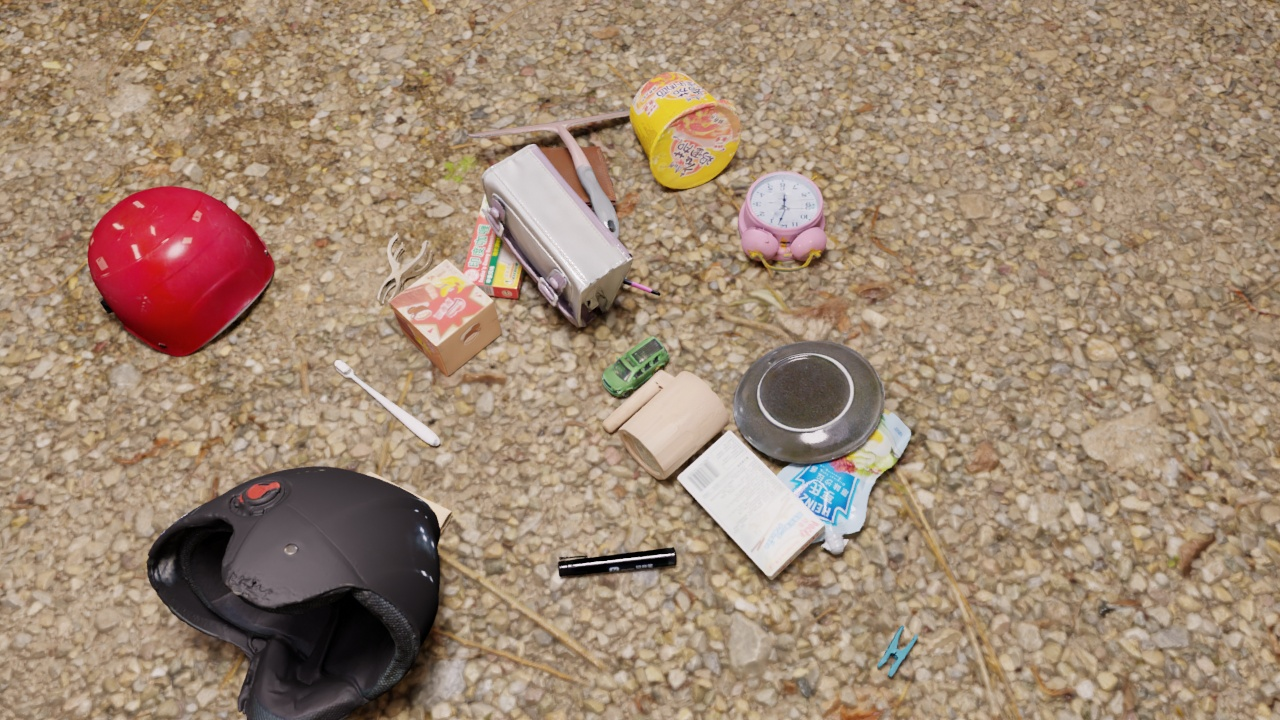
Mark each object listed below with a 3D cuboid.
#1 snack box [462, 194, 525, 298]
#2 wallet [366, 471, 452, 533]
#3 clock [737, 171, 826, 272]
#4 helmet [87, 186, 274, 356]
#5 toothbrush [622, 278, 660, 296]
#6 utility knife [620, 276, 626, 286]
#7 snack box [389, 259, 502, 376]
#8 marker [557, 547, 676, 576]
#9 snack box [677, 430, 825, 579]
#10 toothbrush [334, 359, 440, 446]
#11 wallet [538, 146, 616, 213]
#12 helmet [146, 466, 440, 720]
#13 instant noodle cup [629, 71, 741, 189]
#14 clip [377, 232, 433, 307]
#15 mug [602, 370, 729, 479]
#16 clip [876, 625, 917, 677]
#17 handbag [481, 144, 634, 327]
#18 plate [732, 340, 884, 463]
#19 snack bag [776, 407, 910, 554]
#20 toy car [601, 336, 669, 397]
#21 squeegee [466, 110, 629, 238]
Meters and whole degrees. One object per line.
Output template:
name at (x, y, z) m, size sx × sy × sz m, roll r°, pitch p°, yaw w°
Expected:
snack box at (-0.187, -0.157, 1.238) m, size 0.077 × 0.027 × 0.155 m, roll 6°, pitch 60°, yaw 4°
wallet at (-0.286, 0.185, 1.045) m, size 0.115 × 0.024 × 0.087 m, roll 23°, pitch 65°, yaw 12°
clock at (0.191, -0.182, 1.226) m, size 0.117 × 0.060 × 0.158 m, roll 2°, pitch 62°, yaw 3°
helmet at (-0.610, -0.142, 1.175) m, size 0.240 × 0.144 × 0.206 m, roll 33°, pitch 68°, yaw 19°
toothbrush at (-0.058, -0.115, 1.209) m, size 0.189 × 0.014 × 0.017 m, roll 22°, pitch 73°, yaw 21°
utility knife at (-0.072, -0.179, 1.257) m, size 0.029 × 0.013 × 0.216 m, roll -23°, pitch 61°, yaw -14°
snack box at (-0.242, -0.054, 1.151) m, size 0.092 × 0.077 × 0.094 m, roll -41°, pitch 67°, yaw -20°
marker at (-0.026, 0.223, 1.020) m, size 0.132 × 0.020 × 0.022 m, roll -6°, pitch 75°, yaw -1°
snack box at (0.123, 0.160, 1.033) m, size 0.084 × 0.027 × 0.157 m, roll -42°, pitch 63°, yaw -6°
toothbrush at (-0.312, 0.051, 1.127) m, size 0.180 × 0.016 × 0.016 m, roll 35°, pitch 68°, yaw 19°
wallet at (-0.093, -0.254, 1.283) m, size 0.101 × 0.032 × 0.124 m, roll -7°, pitch 55°, yaw -12°
helmet at (-0.330, 0.216, 0.911) m, size 0.275 × 0.234 × 0.229 m, roll 18°, pitch 35°, yaw 8°
instant noodle cup at (0.055, -0.326, 1.277) m, size 0.138 × 0.138 × 0.109 m, roll -21°, pitch 54°, yaw -11°
clip at (-0.327, -0.126, 1.222) m, size 0.092 × 0.035 × 0.103 m, roll 39°, pitch 76°, yaw 17°
mug at (0.026, 0.069, 1.081) m, size 0.103 × 0.084 × 0.125 m, roll -40°, pitch 43°, yaw -18°
clip at (0.271, 0.307, 0.968) m, size 0.043 × 0.014 × 0.056 m, roll 32°, pitch 66°, yaw 19°
handbag at (-0.111, -0.148, 1.146) m, size 0.098 × 0.145 × 0.197 m, roll -36°, pitch 77°, yaw -17°
plate at (0.197, 0.042, 1.092) m, size 0.179 × 0.024 × 0.179 m, roll -10°, pitch 52°, yaw 12°
snack bag at (0.225, 0.129, 1.060) m, size 0.110 × 0.039 × 0.190 m, roll 31°, pitch 68°, yaw 13°
toy car at (-0.007, 0.007, 1.137) m, size 0.091 × 0.036 × 0.043 m, roll -39°, pitch 68°, yaw -15°
squeegee at (-0.080, -0.260, 1.246) m, size 0.247 × 0.040 × 0.249 m, roll -14°, pitch 57°, yaw -20°
